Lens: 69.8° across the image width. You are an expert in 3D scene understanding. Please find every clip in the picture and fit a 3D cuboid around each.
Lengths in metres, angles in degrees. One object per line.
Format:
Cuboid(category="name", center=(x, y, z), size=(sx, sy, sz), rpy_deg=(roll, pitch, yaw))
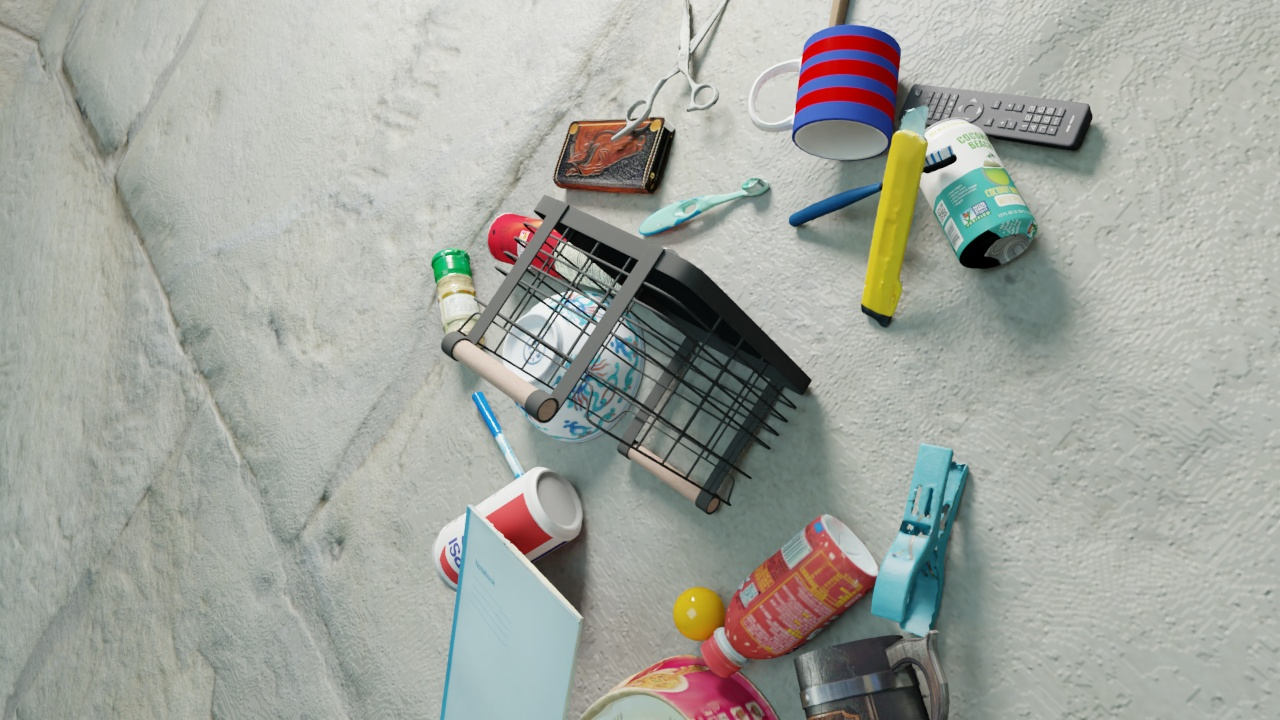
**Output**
Cuboid(category="clip", center=(0.194, 0.132, 0.616), size=(0.031, 0.121, 0.129), rpy_deg=(6, 49, 41))

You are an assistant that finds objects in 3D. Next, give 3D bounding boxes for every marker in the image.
Cuboid(category="marker", center=(-0.132, 0.083, 0.887), size=(0.013, 0.013, 0.141), rpy_deg=(-47, 54, 17))

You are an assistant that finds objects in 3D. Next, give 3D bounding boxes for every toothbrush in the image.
Cuboid(category="toothbrush", center=(0.051, -0.135, 0.807), size=(0.135, 0.017, 0.022), rpy_deg=(-15, 69, 33))
Cuboid(category="toothbrush", center=(0.165, -0.126, 0.679), size=(0.168, 0.014, 0.014), rpy_deg=(-14, 105, 59))
Cuboid(category="toothbrush", center=(0.161, -0.277, 0.765), size=(0.016, 0.016, 0.166), rpy_deg=(7, 82, 38))

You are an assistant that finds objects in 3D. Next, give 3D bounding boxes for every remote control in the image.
Cuboid(category="remote control", center=(0.254, -0.177, 0.666), size=(0.136, 0.015, 0.032), rpy_deg=(24, 92, 42))

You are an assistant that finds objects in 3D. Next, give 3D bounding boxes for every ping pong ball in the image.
Cuboid(category="ping pong ball", center=(0.045, 0.194, 0.701), size=(0.040, 0.040, 0.040), rpy_deg=(-12, 70, 35))

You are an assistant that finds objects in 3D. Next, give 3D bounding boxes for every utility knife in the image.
Cuboid(category="utility knife", center=(0.180, -0.098, 0.645), size=(0.030, 0.017, 0.165), rpy_deg=(27, 134, 32))

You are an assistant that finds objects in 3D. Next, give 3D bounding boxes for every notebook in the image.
Cuboid(category="notebook", center=(-0.114, 0.270, 0.749), size=(0.181, 0.009, 0.254), rpy_deg=(30, 116, 48))

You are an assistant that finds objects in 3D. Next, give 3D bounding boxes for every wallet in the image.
Cuboid(category="wallet", center=(-0.027, -0.197, 0.883), size=(0.123, 0.019, 0.072), rpy_deg=(11, 79, 39))

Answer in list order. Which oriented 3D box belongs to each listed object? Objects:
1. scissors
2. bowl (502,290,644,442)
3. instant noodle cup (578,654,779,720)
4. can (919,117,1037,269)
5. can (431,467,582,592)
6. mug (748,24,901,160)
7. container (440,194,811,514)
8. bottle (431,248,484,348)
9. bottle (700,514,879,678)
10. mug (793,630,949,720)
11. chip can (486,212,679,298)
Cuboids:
Cuboid(category="scissors", center=(0.028, -0.272, 0.855), size=(0.162, 0.014, 0.141), rpy_deg=(-31, 54, 19))
Cuboid(category="bowl", center=(-0.076, -0.003, 0.829), size=(0.144, 0.074, 0.143), rpy_deg=(-12, 70, 35))
Cuboid(category="instant noodle cup", center=(0.017, 0.308, 0.666), size=(0.179, 0.077, 0.178), rpy_deg=(-11, 71, 35))
Cuboid(category="can", center=(0.230, -0.117, 0.640), size=(0.055, 0.055, 0.101), rpy_deg=(-32, 60, 26))
Cuboid(category="can", center=(-0.119, 0.154, 0.819), size=(0.132, 0.070, 0.070), rpy_deg=(-34, 59, 25))
Cuboid(category="mug", center=(0.141, -0.207, 0.712), size=(0.112, 0.075, 0.076), rpy_deg=(6, 80, 13))
Cuboid(category="container", center=(-0.004, 0.004, 0.673), size=(0.163, 0.241, 0.130), rpy_deg=(31, 86, 39))
Cuboid(category="bottle", center=(-0.190, -0.062, 0.955), size=(0.043, 0.043, 0.111), rpy_deg=(-29, 62, 28))
Cuboid(category="bottle", center=(0.100, 0.174, 0.652), size=(0.138, 0.062, 0.062), rpy_deg=(-45, 55, 18))
Cuboid(category="mug", center=(0.156, 0.230, 0.572), size=(0.116, 0.080, 0.107), rpy_deg=(-42, 51, 47))
Cuboid(category="chip can", center=(-0.058, -0.098, 0.858), size=(0.215, 0.051, 0.052), rpy_deg=(19, 89, 40))
